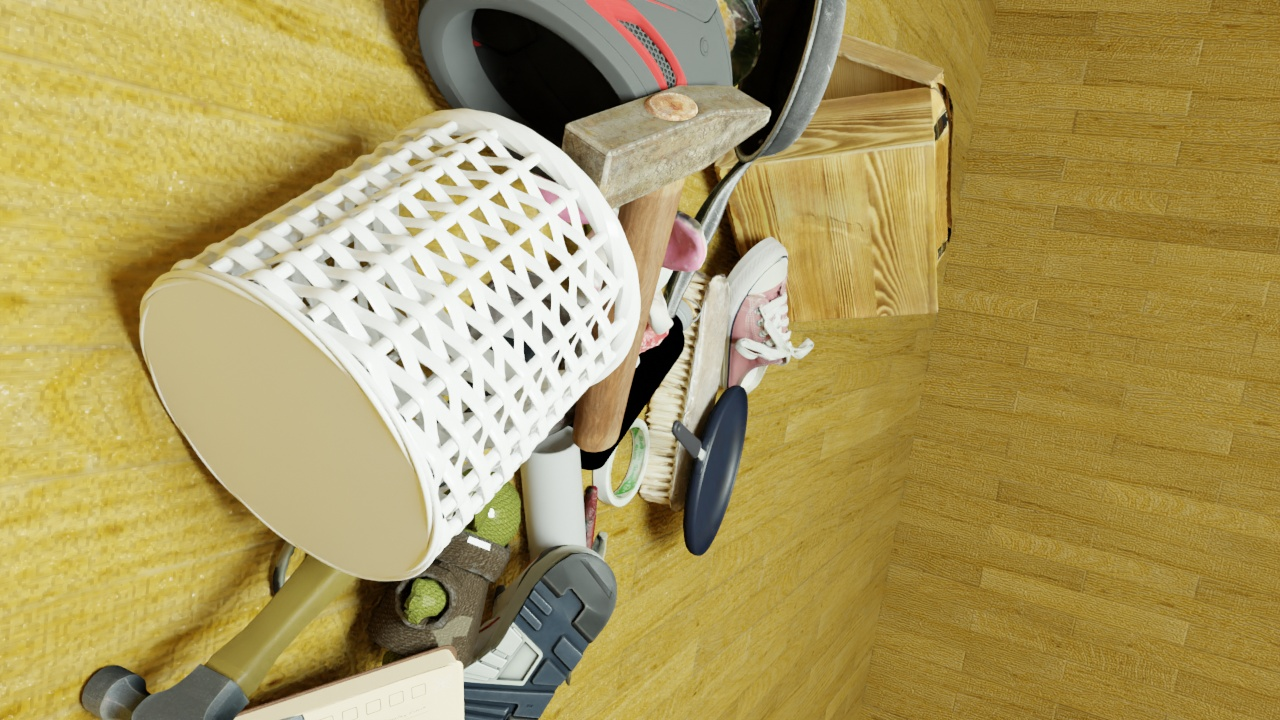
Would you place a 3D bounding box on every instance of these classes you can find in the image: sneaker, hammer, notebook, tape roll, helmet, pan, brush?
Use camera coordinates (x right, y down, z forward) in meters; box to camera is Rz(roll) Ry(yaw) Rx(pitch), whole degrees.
[{"bbox_3d":[-0.109,0.241,0.749,0.240,0.089,0.124,-48,-171,1],"label":"sneaker"},{"bbox_3d":[0.144,-0.033,1.082,0.118,0.088,0.242,-34,147,-29],"label":"sneaker"},{"bbox_3d":[-0.006,-0.044,0.639,0.157,0.037,0.302,-31,150,-39],"label":"hammer"},{"bbox_3d":[-0.193,0.306,0.597,0.167,0.024,0.226,-10,115,-30],"label":"notebook"},{"bbox_3d":[-0.019,0.104,0.954,0.093,0.018,0.094,-37,133,-53],"label":"tape roll"},{"bbox_3d":[-0.157,0.092,0.553,0.331,0.118,0.025,-52,145,-41],"label":"hammer"},{"bbox_3d":[-0.029,-0.221,0.627,0.265,0.164,0.169,48,52,-49],"label":"helmet"},{"bbox_3d":[0.093,-0.188,0.812,0.187,0.055,0.358,-98,-157,-59],"label":"pan"},{"bbox_3d":[0.067,0.104,0.976,0.356,0.021,0.198,49,56,-70],"label":"pan"},{"bbox_3d":[0.050,0.033,1.016,0.083,0.057,0.271,-14,115,-66],"label":"brush"}]

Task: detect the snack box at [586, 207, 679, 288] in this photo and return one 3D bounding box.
[{"bbox_3d":[-0.003,-0.136,0.852,0.121,0.045,0.181,-48,141,-45],"label":"snack box"}]

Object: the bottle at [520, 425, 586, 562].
[{"bbox_3d":[-0.075,0.153,0.822,0.052,0.052,0.195,-41,136,-51],"label":"bottle"}]

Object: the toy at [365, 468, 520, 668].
[{"bbox_3d":[-0.138,0.150,0.657,0.179,0.078,0.152,108,3,-80],"label":"toy"}]

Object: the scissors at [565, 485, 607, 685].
[{"bbox_3d":[-0.054,0.213,0.890,0.180,0.015,0.194,120,-25,-64],"label":"scissors"}]

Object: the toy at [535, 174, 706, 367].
[{"bbox_3d":[-0.015,-0.068,0.763,0.084,0.159,0.195,-50,157,-32],"label":"toy"}]

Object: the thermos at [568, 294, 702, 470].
[{"bbox_3d":[-0.005,0.005,0.889,0.230,0.061,0.061,-54,145,-40],"label":"thermos"}]

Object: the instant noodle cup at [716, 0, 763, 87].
[{"bbox_3d":[0.048,-0.317,0.795,0.137,0.137,0.112,68,34,-49],"label":"instant noodle cup"}]

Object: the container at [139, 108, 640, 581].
[{"bbox_3d":[-0.126,-0.012,0.497,0.186,0.189,0.189,-49,142,-43],"label":"container"}]

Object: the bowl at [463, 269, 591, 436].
[{"bbox_3d":[-0.078,0.004,0.735,0.144,0.067,0.145,-36,132,-54],"label":"bowl"}]

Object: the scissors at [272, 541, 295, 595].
[{"bbox_3d":[-0.195,0.086,0.598,0.168,0.013,0.157,-66,153,-23],"label":"scissors"}]

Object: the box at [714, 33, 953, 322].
[{"bbox_3d":[0.258,-0.232,1.108,0.279,0.270,0.262,67,28,-49],"label":"box"}]
